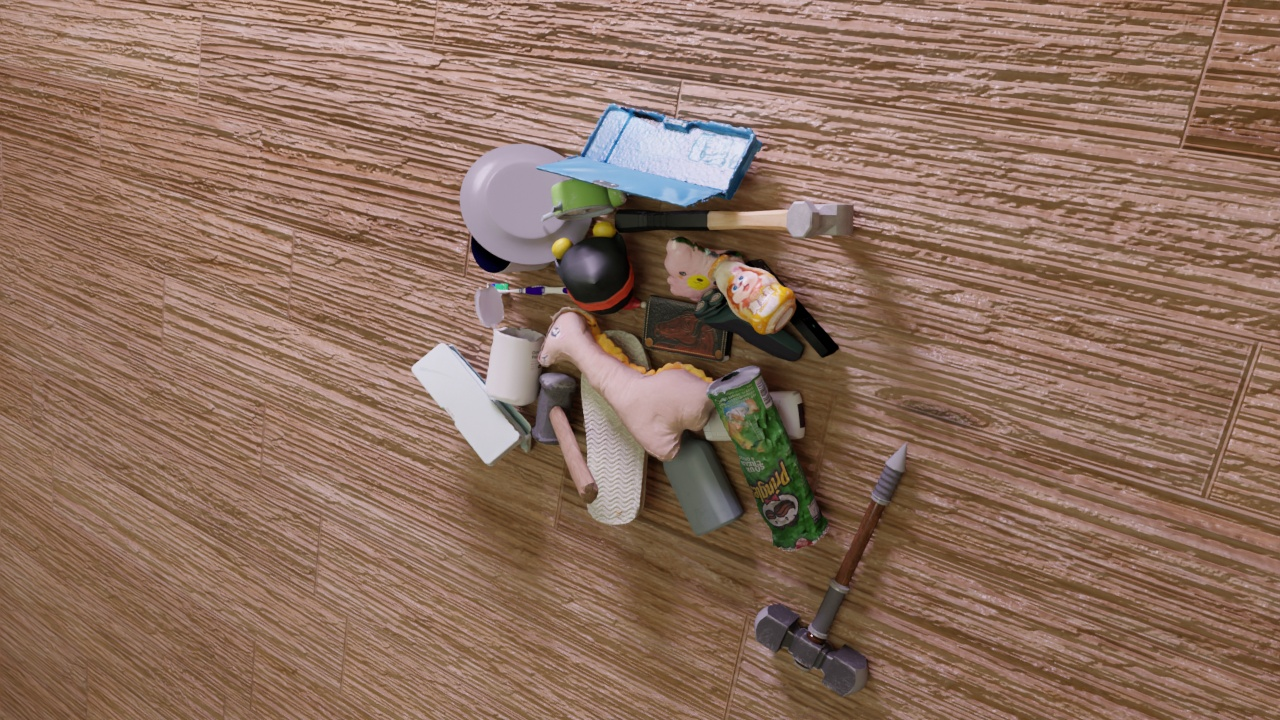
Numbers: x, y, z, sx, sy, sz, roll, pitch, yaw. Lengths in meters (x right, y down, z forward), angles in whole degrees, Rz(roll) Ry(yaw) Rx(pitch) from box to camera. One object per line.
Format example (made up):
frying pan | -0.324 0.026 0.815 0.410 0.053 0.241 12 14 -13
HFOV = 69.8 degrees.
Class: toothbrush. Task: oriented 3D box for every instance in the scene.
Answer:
toothbrush | -0.144 -0.102 1.324 0.187 0.015 0.016 4 95 31

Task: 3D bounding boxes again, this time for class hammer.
hammer | 0.102 -0.170 1.113 0.329 0.130 0.039 7 101 40
hammer | 0.258 0.243 1.120 0.156 0.043 0.323 28 109 25
hammer | -0.094 0.106 1.191 0.328 0.052 0.098 -126 45 -68

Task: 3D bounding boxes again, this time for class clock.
clock | -0.067 -0.212 1.196 0.094 0.119 0.042 175 87 -71

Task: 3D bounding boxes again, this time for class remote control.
remote control | 0.141 0.072 1.169 0.139 0.025 0.060 -4 96 30
remote control | 0.183 -0.065 1.116 0.150 0.034 0.013 51 122 15

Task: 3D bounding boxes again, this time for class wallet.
wallet | 0.062 -0.042 1.203 0.123 0.019 0.072 12 103 30

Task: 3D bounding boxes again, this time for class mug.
mug | -0.162 -0.162 1.276 0.112 0.096 0.079 6 101 31

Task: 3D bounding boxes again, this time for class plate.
plate | -0.152 -0.213 1.232 0.178 0.178 0.012 62 160 9

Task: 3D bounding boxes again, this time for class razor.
razor | 0.135 -0.041 1.132 0.143 0.047 0.052 30 150 3

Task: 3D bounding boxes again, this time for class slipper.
slipper | -0.032 0.091 1.258 0.115 0.052 0.262 -2 84 22

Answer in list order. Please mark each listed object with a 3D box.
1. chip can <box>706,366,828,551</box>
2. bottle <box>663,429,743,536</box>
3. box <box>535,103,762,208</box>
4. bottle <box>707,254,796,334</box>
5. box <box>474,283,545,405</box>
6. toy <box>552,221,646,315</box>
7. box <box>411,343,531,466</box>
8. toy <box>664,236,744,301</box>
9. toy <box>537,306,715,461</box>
chip can | 0.154 0.118 1.115 0.076 0.075 0.223 -20 100 32
bottle | 0.071 0.145 1.213 0.072 0.046 0.161 -30 82 32
box | 0.011 -0.240 1.130 0.232 0.172 0.066 22 144 32
bottle | 0.130 -0.081 1.087 0.108 0.063 0.063 41 116 20
box | -0.193 -0.024 1.323 0.119 0.084 0.160 18 105 25
toy | -0.052 -0.107 1.215 0.097 0.119 0.099 -22 54 8
box | -0.242 0.065 1.374 0.086 0.096 0.199 -41 74 -2
toy | 0.070 -0.113 1.159 0.102 0.050 0.093 17 132 -13
toy | -0.007 0.007 1.204 0.196 0.065 0.264 -40 65 1
